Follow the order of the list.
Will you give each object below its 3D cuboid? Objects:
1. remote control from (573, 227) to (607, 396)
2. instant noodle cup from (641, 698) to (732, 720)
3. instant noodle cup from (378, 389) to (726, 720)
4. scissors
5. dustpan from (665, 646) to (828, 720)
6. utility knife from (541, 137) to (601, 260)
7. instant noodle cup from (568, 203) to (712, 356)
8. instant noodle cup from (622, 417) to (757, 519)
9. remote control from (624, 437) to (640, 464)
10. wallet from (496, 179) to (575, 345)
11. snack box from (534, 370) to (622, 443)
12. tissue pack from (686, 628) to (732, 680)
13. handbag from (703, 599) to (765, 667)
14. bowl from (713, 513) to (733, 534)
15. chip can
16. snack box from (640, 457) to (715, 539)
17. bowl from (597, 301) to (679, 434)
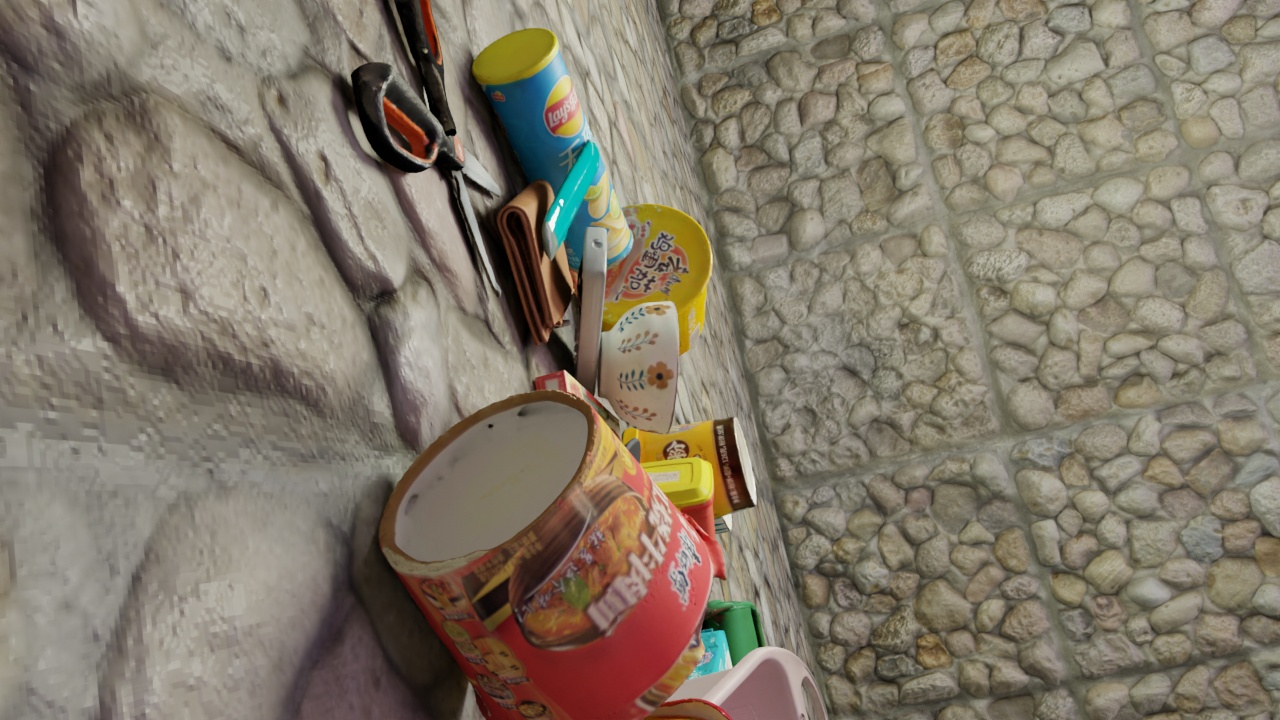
[{"bbox_3d":[-0.042,-0.036,0.745,0.150,0.021,0.058,98,-7,-47],"label":"remote control"},{"bbox_3d":[-0.008,0.245,0.471,0.123,0.116,0.116,22,54,-63],"label":"instant noodle cup"},{"bbox_3d":[-0.046,0.088,0.422,0.108,0.138,0.137,59,17,-30],"label":"instant noodle cup"},{"bbox_3d":[-0.125,-0.148,0.579,0.220,0.022,0.234,-63,140,-77],"label":"scissors"},{"bbox_3d":[0.086,0.354,0.722,0.273,0.139,0.222,-62,138,-76],"label":"dustpan"},{"bbox_3d":[-0.052,-0.131,0.711,0.165,0.013,0.029,-71,149,-49],"label":"utility knife"},{"bbox_3d":[0.006,-0.069,0.910,0.110,0.138,0.137,73,7,-62],"label":"instant noodle cup"},{"bbox_3d":[0.052,0.115,0.933,0.118,0.114,0.118,-13,89,-79],"label":"instant noodle cup"},{"bbox_3d":[-0.020,0.124,0.711,0.053,0.024,0.136,-37,135,-66],"label":"remote control"},{"bbox_3d":[-0.078,-0.080,0.715,0.131,0.031,0.108,-82,160,-70],"label":"wallet"},{"bbox_3d":[-0.043,0.066,0.732,0.153,0.025,0.075,52,26,-67],"label":"snack box"},{"bbox_3d":[0.063,0.328,0.880,0.133,0.050,0.093,-50,128,-77],"label":"tissue pack"},{"bbox_3d":[0.102,0.341,1.057,0.120,0.068,0.131,40,38,-60],"label":"handbag"},{"bbox_3d":[0.062,0.149,1.071,0.116,0.066,0.116,-14,89,-80],"label":"bowl"},{"bbox_3d":[-0.069,-0.172,0.786,0.210,0.071,0.071,66,14,-45],"label":"chip can"},{"bbox_3d":[0.024,0.139,0.826,0.081,0.091,0.080,-79,160,-67],"label":"snack box"},{"bbox_3d":[-0.005,0.005,0.778,0.113,0.062,0.113,-178,-88,-83],"label":"bowl"}]
